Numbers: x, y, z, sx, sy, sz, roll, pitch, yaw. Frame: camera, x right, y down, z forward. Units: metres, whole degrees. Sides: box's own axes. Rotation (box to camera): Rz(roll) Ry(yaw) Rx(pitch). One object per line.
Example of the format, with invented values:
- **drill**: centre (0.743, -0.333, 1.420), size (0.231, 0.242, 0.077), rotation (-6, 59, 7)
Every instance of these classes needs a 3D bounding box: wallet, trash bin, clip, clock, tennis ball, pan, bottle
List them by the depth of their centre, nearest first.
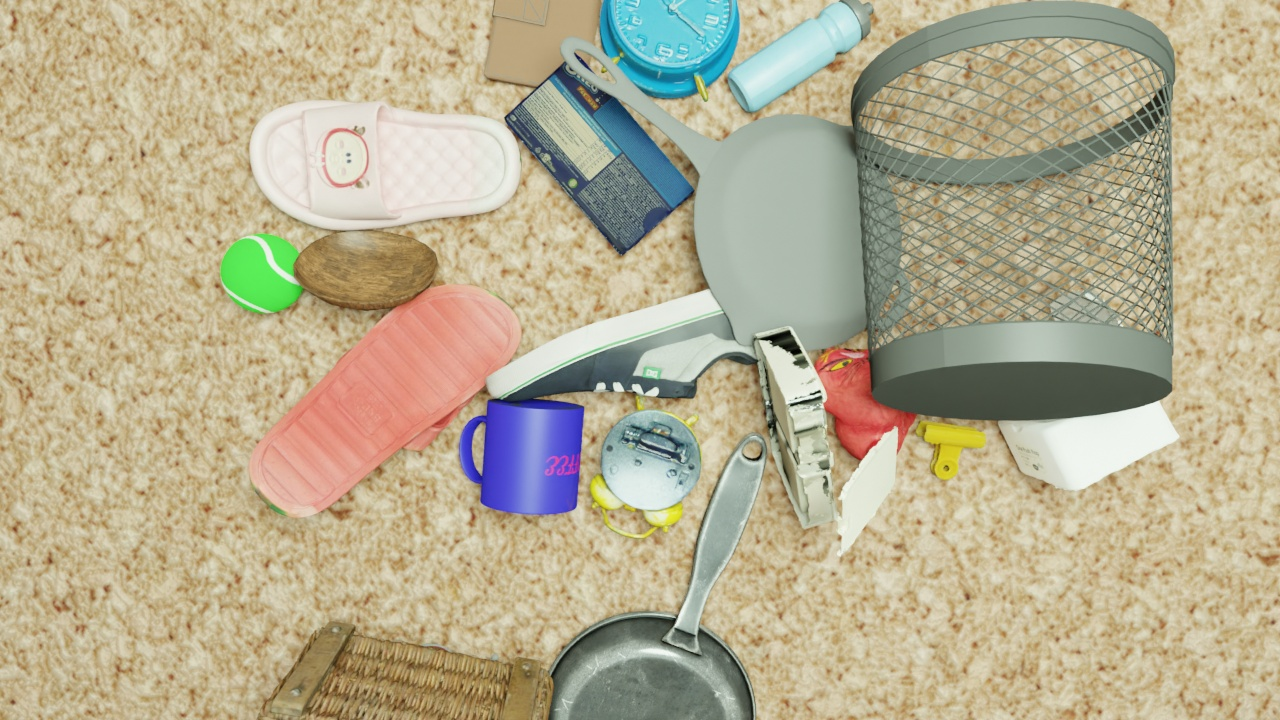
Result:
- **trash bin**: centre (0.259, -0.087, 0.647), size (0.218, 0.218, 0.227), rotation (4, 76, 0)
- **pan**: centre (0.086, -0.140, 0.721), size (0.354, 0.024, 0.216), rotation (35, 76, -15)
- **clock**: centre (0.029, -0.296, 0.743), size (0.117, 0.060, 0.161), rotation (13, 92, -1)
- **tennis ball**: centre (-0.309, -0.071, 0.753), size (0.065, 0.065, 0.065), rotation (0, 93, 0)
- **bottle**: centre (0.135, -0.255, 0.755), size (0.130, 0.040, 0.040), rotation (-33, 92, 2)
- **clock**: centre (0.004, 0.092, 0.765), size (0.083, 0.057, 0.119), rotation (19, 93, -2)
- **wallet**: centre (-0.079, -0.289, 0.767), size (0.087, 0.013, 0.121), rotation (10, 93, -5)
- **pan**: centre (0.037, 0.231, 0.783), size (0.187, 0.055, 0.357), rotation (21, 97, -2)
- **clip**: centre (0.262, 0.075, 0.785), size (0.054, 0.044, 0.049), rotation (7, 134, -1)

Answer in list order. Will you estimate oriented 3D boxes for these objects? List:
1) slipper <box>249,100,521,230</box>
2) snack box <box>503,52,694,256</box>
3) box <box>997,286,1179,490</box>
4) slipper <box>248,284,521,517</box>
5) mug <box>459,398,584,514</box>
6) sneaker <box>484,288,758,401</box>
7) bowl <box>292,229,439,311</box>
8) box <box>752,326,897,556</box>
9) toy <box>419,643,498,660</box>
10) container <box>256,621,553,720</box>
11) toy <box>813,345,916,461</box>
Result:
- **slipper**: centre (-0.209, -0.160, 0.754), size (0.221, 0.055, 0.107), rotation (1, 95, -1)
- **snack box**: centre (-0.033, -0.170, 0.762), size (0.082, 0.027, 0.150), rotation (-41, 98, 1)
- **box**: centre (0.347, 0.014, 0.736), size (0.121, 0.109, 0.136), rotation (-29, 94, 1)
- **slipper**: centre (-0.209, 0.030, 0.761), size (0.248, 0.059, 0.103), rotation (-40, 90, -12)
- **mug**: centre (-0.103, 0.075, 0.761), size (0.111, 0.079, 0.083), rotation (6, 93, 27)
- **sneaker**: centre (-0.004, 0.004, 0.740), size (0.235, 0.084, 0.079), rotation (-17, 89, -8)
- **bowl**: centre (-0.223, -0.068, 0.750), size (0.114, 0.101, 0.026), rotation (11, 130, 5)
- **box**: centre (0.148, 0.074, 0.684), size (0.070, 0.186, 0.144), rotation (-16, 129, 0)
- **toy**: centre (-0.142, 0.272, 0.788), size (0.111, 0.030, 0.049), rotation (10, 108, 0)
- **container**: centre (-0.185, 0.328, 0.712), size (0.250, 0.162, 0.183), rotation (9, 104, -1)
- **toy**: centre (0.179, 0.046, 0.770), size (0.094, 0.087, 0.133), rotation (13, 116, 32)
